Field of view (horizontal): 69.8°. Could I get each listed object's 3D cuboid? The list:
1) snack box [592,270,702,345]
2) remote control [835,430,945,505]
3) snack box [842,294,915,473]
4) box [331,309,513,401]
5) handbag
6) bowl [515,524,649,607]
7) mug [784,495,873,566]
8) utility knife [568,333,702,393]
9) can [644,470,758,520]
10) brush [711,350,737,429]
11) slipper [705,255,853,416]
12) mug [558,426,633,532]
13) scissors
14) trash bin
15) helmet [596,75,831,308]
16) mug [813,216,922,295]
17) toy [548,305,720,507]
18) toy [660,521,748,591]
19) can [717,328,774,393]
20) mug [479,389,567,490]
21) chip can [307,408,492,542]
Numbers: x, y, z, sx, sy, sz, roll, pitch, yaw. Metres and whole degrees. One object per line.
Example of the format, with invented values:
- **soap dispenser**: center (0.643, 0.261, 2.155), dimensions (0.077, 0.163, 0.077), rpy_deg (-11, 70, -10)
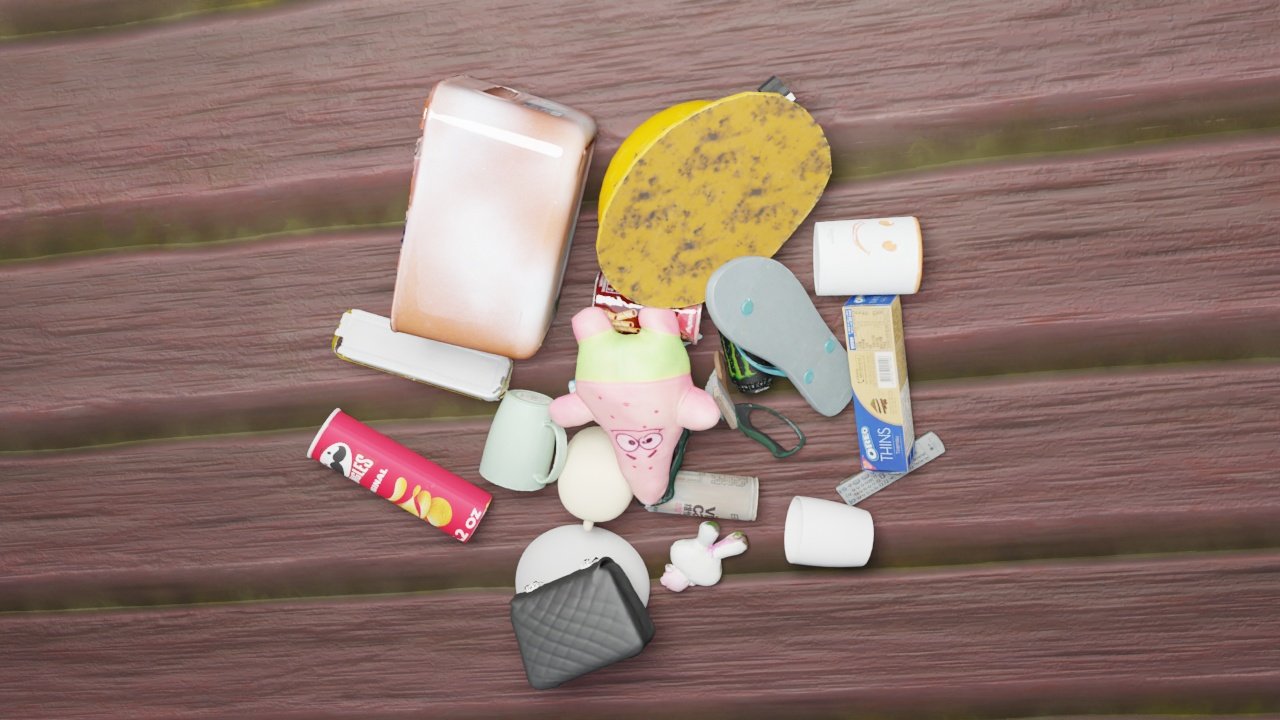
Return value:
- **snack box**: center (0.009, -0.059, 1.034), dimensions (0.121, 0.072, 0.072), rpy_deg (7, 111, 3)
- **remote control**: center (0.302, 0.131, 1.109), dimensions (0.137, 0.013, 0.033), rpy_deg (-35, 103, 16)
- **snack box**: center (0.272, 0.025, 1.042), dimensions (0.057, 0.056, 0.207), rpy_deg (0, 113, 28)
- **box**: center (-0.257, -0.006, 1.094), dimensions (0.210, 0.070, 0.067), rpy_deg (16, 91, -1)
- **handbag**: center (-0.069, 0.310, 1.115), dimensions (0.154, 0.114, 0.125), rpy_deg (-26, 83, 17)
- **bowl**: center (-0.078, 0.303, 1.181), dimensions (0.176, 0.066, 0.177), rpy_deg (2, 111, 5)
- **mug**: center (0.226, 0.220, 1.125), dimensions (0.087, 0.080, 0.114), rpy_deg (8, 142, -4)
- **utility knife**: center (-0.006, 0.006, 1.090), dimensions (0.177, 0.015, 0.022), rpy_deg (-21, 108, 14)
- **can**: center (0.074, 0.164, 1.122), dimensions (0.135, 0.054, 0.054), rpy_deg (5, 111, 3)
- **brush**: center (0.089, 0.022, 1.019), dimensions (0.008, 0.142, 0.045), rpy_deg (-26, 115, 14)
- **slipper**: center (0.155, -0.032, 1.009), dimensions (0.268, 0.055, 0.098), rpy_deg (37, 83, -37)
- **mug**: center (-0.053, 0.152, 1.104), dimensions (0.096, 0.099, 0.120), rpy_deg (12, 111, 1)
- **scissors**: center (0.083, 0.102, 1.089), dimensions (0.201, 0.015, 0.203), rpy_deg (29, 90, -8)
- **trash bin**: center (-0.148, -0.145, 0.961), dimensions (0.157, 0.181, 0.260), rpy_deg (15, 110, -3)
- **helmet**: center (0.053, -0.187, 0.949), dimensions (0.256, 0.131, 0.205), rpy_deg (-38, 134, 11)
- **mug**: center (0.242, -0.111, 0.988), dimensions (0.105, 0.082, 0.082), rpy_deg (-2, 110, 7)
- **toy**: center (-0.005, 0.055, 1.007), dimensions (0.192, 0.096, 0.237), rpy_deg (-2, 111, 15)
- **toy**: center (0.075, 0.250, 1.164), dimensions (0.079, 0.038, 0.123), rpy_deg (38, 109, -22)
- **can**: center (0.115, -0.033, 1.043), dimensions (0.054, 0.053, 0.138), rpy_deg (-13, 109, 10)
- **mug**: center (-0.130, 0.098, 1.091), dimensions (0.111, 0.084, 0.104), rpy_deg (25, 104, 39)
- **chip can**: center (-0.296, 0.144, 1.140), dimensions (0.220, 0.069, 0.069), rpy_deg (31, 110, -7)
